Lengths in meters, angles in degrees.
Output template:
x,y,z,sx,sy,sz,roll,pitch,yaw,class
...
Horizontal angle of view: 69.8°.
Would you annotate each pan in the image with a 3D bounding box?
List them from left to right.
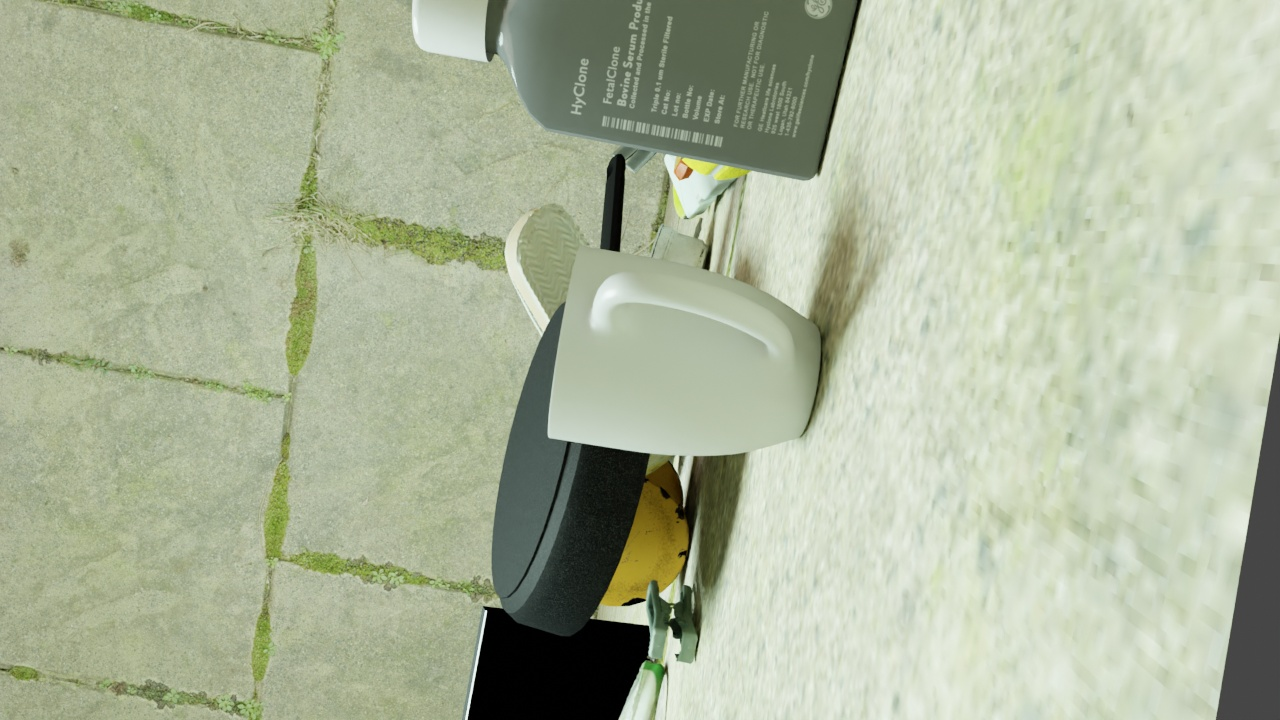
x,y,z,sx,sy,sz,roll,pitch,yaw,class
-0.040,-0.007,0.582,0.205,0.044,0.354,125,154,-51,pan

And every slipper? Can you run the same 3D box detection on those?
x,y,z,sx,sy,sz,roll,pitch,yaw,class
-0.039,-0.004,0.753,0.273,0.054,0.114,62,-144,-35,slipper

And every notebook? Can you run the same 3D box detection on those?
x,y,z,sx,sy,sz,roll,pitch,yaw,class
-0.067,0.301,0.697,0.016,0.149,0.206,-11,67,61,notebook

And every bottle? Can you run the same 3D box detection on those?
x,y,z,sx,sy,sz,roll,pitch,yaw,class
-0.005,-0.134,0.383,0.046,0.174,0.084,-84,3,-67,bottle

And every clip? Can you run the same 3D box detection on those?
x,y,z,sx,sy,sz,roll,pitch,yaw,class
0.018,0.153,0.543,0.076,0.042,0.023,-98,19,-81,clip

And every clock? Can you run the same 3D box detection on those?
x,y,z,sx,sy,sz,roll,pitch,yaw,class
0.028,-0.058,0.863,0.104,0.061,0.156,103,-176,-48,clock

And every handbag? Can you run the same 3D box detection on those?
x,y,z,sx,sy,sz,roll,pitch,yaw,class
-0.018,0.291,0.620,0.175,0.074,0.151,-61,-5,-21,handbag

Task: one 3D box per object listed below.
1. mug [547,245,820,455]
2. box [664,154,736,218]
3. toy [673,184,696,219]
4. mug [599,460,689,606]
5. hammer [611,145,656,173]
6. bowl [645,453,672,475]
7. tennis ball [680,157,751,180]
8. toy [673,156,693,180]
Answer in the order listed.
x,y,z,sx,sy,sz,roll,pitch,yaw,class
0.018,-0.005,0.319,0.107,0.089,0.071,104,175,-73,mug
0.064,-0.197,0.801,0.126,0.074,0.197,-61,4,-1,box
0.060,-0.211,0.957,0.092,0.043,0.117,97,-176,-61,toy
-0.022,0.106,0.661,0.124,0.100,0.094,57,-176,-9,mug
0.057,-0.262,0.727,0.169,0.034,0.325,-52,1,-15,hammer
0.016,0.016,0.588,0.145,0.063,0.145,-169,91,-80,bowl
0.047,-0.134,0.506,0.065,0.065,0.065,-179,98,-89,tennis ball
0.046,-0.189,0.589,0.176,0.096,0.112,78,-158,-63,toy
